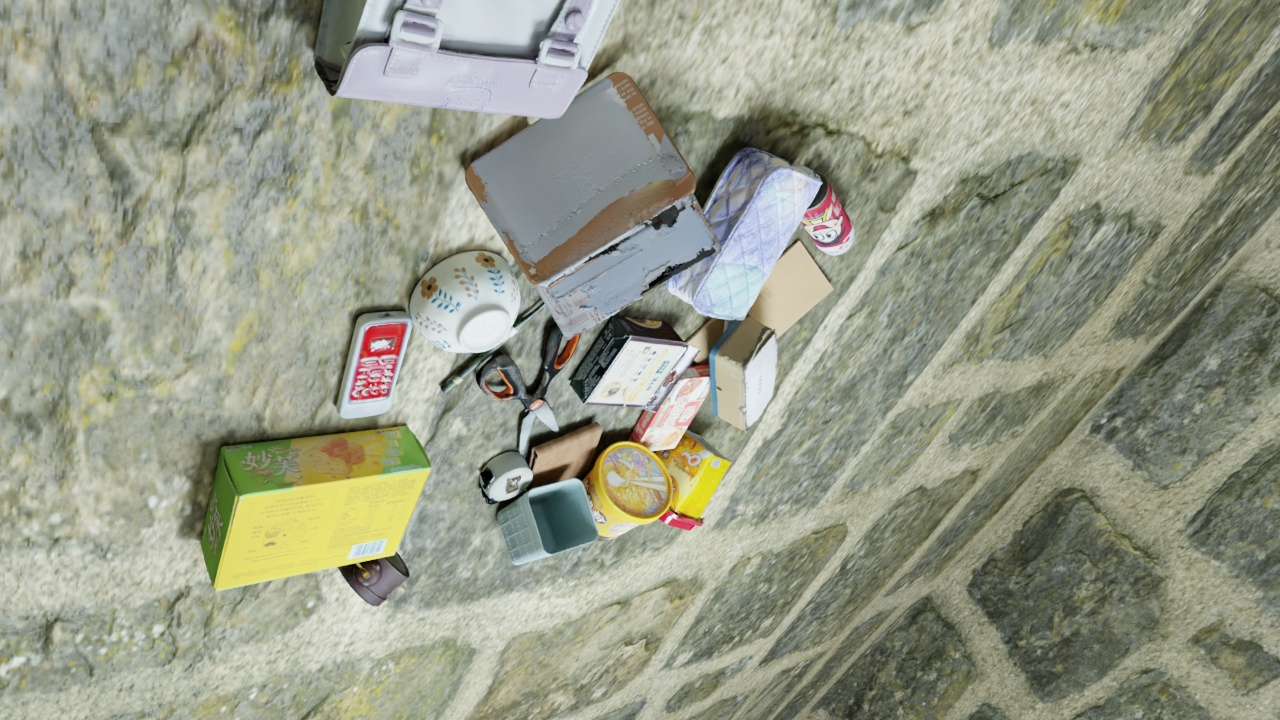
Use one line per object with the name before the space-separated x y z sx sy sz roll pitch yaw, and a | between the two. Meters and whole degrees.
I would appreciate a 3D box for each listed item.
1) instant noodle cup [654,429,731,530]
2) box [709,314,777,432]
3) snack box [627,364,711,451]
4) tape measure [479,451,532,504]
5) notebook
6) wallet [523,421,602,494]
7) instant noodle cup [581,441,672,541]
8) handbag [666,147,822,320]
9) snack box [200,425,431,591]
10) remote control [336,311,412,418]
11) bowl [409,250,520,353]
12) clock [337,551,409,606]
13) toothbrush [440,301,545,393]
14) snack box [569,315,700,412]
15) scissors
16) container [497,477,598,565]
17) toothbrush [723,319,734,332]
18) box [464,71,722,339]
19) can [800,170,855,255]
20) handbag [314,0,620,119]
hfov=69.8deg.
instant noodle cup | 0.062 0.175 1.383 0.124 0.116 0.116 -55 146 5
box | 0.141 0.016 1.248 0.089 0.060 0.184 -49 151 -26
snack box | 0.044 0.069 1.291 0.075 0.025 0.153 -3 137 -35
tape measure | -0.174 0.151 1.190 0.065 0.033 0.066 -21 144 -27
notebook | 0.162 -0.060 1.267 0.211 0.012 0.149 -42 146 8
wallet | -0.107 0.135 1.242 0.101 0.020 0.116 -20 149 -29
instant noodle cup | -0.034 0.190 1.290 0.118 0.118 0.115 -6 154 -39
handbag | 0.117 -0.144 1.043 0.134 0.075 0.194 5 121 -52
snack box | -0.352 0.157 0.995 0.209 0.070 0.158 -4 135 -40
remote control | -0.271 0.006 0.931 0.055 0.020 0.136 -8 137 -39
bowl | -0.168 -0.048 0.922 0.113 0.062 0.114 -23 144 -19
clock | -0.332 0.249 1.120 0.055 0.082 0.122 -38 149 -7
toothbrush | -0.151 -0.027 1.009 0.186 0.012 0.017 -41 141 6
snack box | -0.007 0.007 1.150 0.125 0.053 0.113 5 128 -47
scissors | -0.121 0.035 1.101 0.211 0.021 0.221 -46 152 9
container | -0.130 0.223 1.243 0.090 0.090 0.112 -10 165 -38
toothbrush | 0.121 -0.081 1.184 0.016 0.016 0.180 -21 141 -21
box | -0.050 -0.148 0.877 0.183 0.156 0.193 -30 103 -4
can | 0.226 -0.180 1.137 0.053 0.053 0.132 -42 147 8
handbag | -0.126 -0.254 0.681 0.196 0.098 0.145 -6 142 -38
